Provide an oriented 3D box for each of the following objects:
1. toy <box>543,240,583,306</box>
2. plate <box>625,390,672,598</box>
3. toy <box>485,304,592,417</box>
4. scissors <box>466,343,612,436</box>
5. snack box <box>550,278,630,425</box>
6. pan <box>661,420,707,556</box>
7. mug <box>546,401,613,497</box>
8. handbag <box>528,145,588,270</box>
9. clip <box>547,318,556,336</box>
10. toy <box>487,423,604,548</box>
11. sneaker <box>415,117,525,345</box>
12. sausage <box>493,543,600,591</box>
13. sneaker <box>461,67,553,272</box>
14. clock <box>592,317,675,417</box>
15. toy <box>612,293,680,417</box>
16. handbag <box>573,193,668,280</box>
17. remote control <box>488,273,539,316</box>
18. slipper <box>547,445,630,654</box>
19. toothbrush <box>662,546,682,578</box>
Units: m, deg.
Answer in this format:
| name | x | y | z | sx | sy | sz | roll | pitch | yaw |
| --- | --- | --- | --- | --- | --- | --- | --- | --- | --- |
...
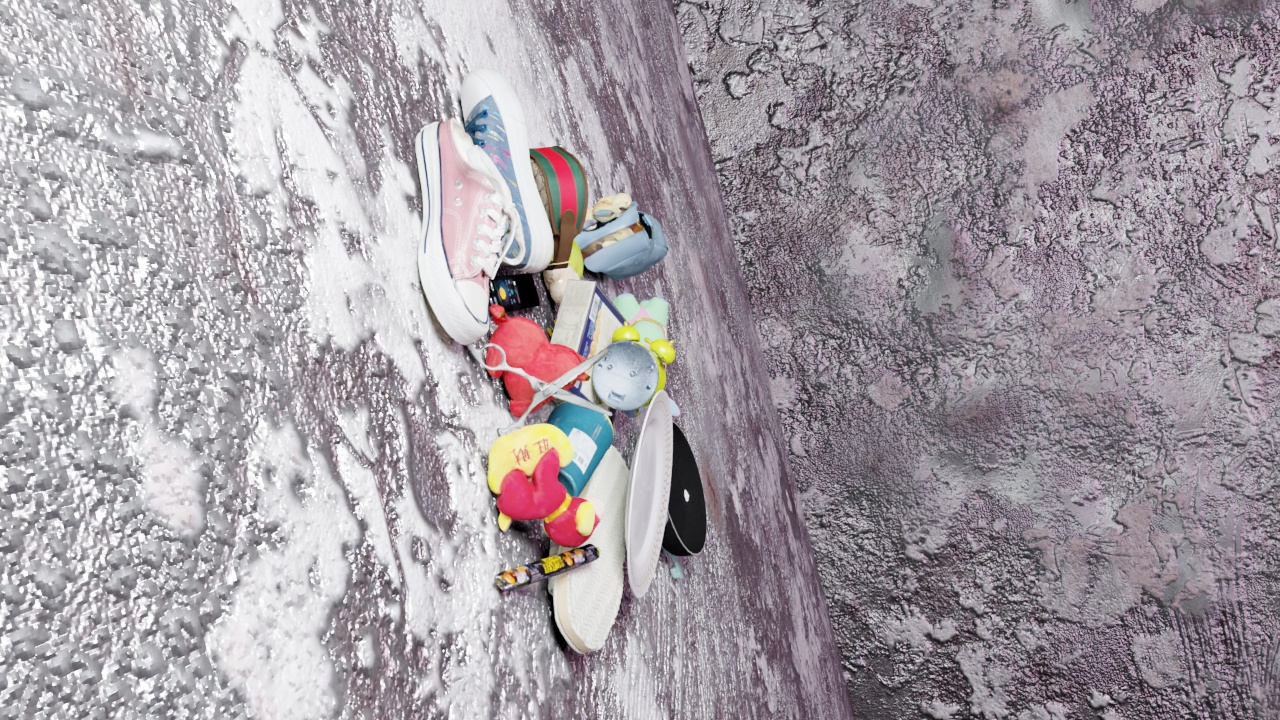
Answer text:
| name | x | y | z | sx | sy | sz | roll | pitch | yaw |
| --- | --- | --- | --- | --- | --- | --- | --- | --- | --- |
| toy | -0.100 | -0.117 | 1.180 | 0.092 | 0.043 | 0.117 | 54 | 29 | -60 |
| plate | 0.007 | 0.155 | 1.078 | 0.242 | 0.016 | 0.242 | 6 | 89 | -78 |
| toy | -0.109 | -0.015 | 0.953 | 0.088 | 0.094 | 0.133 | -85 | 154 | -52 |
| scissors | -0.106 | 0.023 | 0.919 | 0.175 | 0.141 | 0.014 | 36 | 1 | -18 |
| snack box | -0.063 | -0.004 | 1.128 | 0.145 | 0.043 | 0.144 | 51 | 49 | -60 |
| pan | 0.030 | 0.209 | 1.296 | 0.354 | 0.044 | 0.204 | -45 | 118 | -70 |
| mug | -0.080 | 0.105 | 0.990 | 0.121 | 0.078 | 0.078 | -66 | 139 | -60 |
| handbag | -0.108 | -0.173 | 1.064 | 0.166 | 0.063 | 0.138 | 44 | -42 | 53 |
| clip | -0.094 | -0.035 | 1.154 | 0.048 | 0.045 | 0.054 | -63 | 142 | -30 |
| toy | -0.096 | 0.128 | 0.890 | 0.137 | 0.105 | 0.067 | 55 | -19 | -18 |
| sneaker | -0.159 | -0.133 | 0.883 | 0.118 | 0.088 | 0.240 | 42 | 36 | -64 |
| sausage | -0.087 | 0.200 | 0.889 | 0.155 | 0.020 | 0.020 | -4 | 79 | -54 |
| sneaker | -0.165 | -0.205 | 0.995 | 0.079 | 0.088 | 0.235 | -10 | 81 | -41 |
| clock | -0.006 | 0.006 | 1.092 | 0.119 | 0.083 | 0.057 | -69 | 162 | 3 |
| toy | -0.008 | -0.006 | 1.303 | 0.222 | 0.120 | 0.171 | -178 | -85 | -81 |
| handbag | -0.030 | -0.189 | 1.364 | 0.118 | 0.122 | 0.191 | 66 | 14 | 4 |
| remote control | -0.147 | -0.073 | 1.010 | 0.151 | 0.020 | 0.041 | -26 | 102 | -74 |
| slipper | -0.056 | 0.198 | 1.022 | 0.271 | 0.054 | 0.114 | -79 | 148 | -50 |
| toothbrush | 0.035 | 0.269 | 1.378 | 0.022 | 0.017 | 0.135 | -57 | 128 | -70 |
